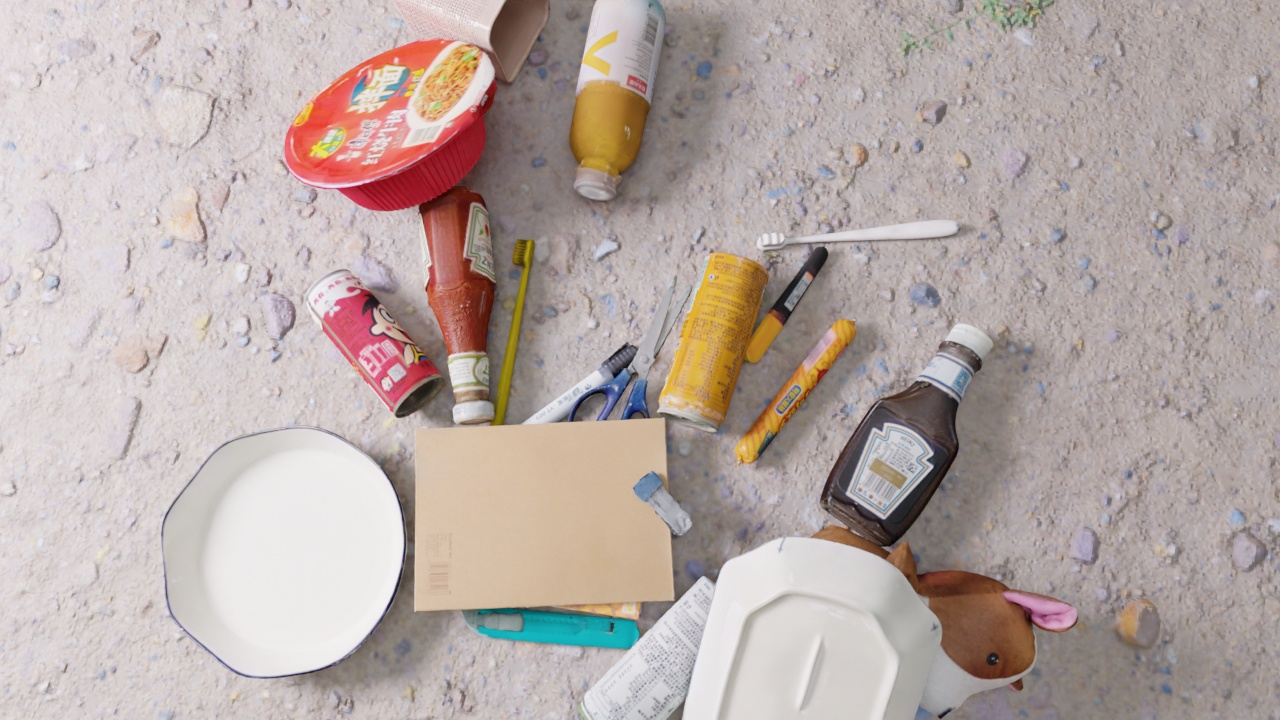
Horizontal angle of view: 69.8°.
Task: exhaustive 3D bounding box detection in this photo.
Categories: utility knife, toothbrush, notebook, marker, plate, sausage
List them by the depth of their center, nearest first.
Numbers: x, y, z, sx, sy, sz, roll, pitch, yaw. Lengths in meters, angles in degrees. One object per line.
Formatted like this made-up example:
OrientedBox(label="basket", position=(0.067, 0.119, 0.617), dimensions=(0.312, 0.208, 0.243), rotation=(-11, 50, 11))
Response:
OrientedBox(label="plate", position=(0.114, 0.251, 0.663), dimensions=(0.162, 0.034, 0.266), rotation=(16, 113, 10))
OrientedBox(label="notebook", position=(-0.081, 0.125, 0.753), dimensions=(0.211, 0.012, 0.149), rotation=(-3, 78, 1))
OrientedBox(label="utility knife", position=(-0.076, 0.220, 0.761), dimensions=(0.151, 0.013, 0.029), rotation=(4, 81, 4))
OrientedBox(label="plate", position=(-0.293, 0.158, 0.769), dimensions=(0.205, 0.045, 0.204), rotation=(0, 80, 3))
OrientedBox(label="sausage", position=(0.133, 0.026, 0.784), dimensions=(0.021, 0.021, 0.165), rotation=(39, 84, 9))
OrientedBox(label="marker", position=(-0.055, 0.028, 0.796), dimensions=(0.130, 0.018, 0.022), rotation=(-36, 59, -4))
OrientedBox(label="marker", position=(0.127, -0.050, 0.803), dimensions=(0.018, 0.015, 0.123), rotation=(41, 80, -29))
OrientedBox(label="toothbrush", position=(-0.117, -0.017, 0.809), dimensions=(0.016, 0.016, 0.190), rotation=(7, 79, 9))
OrientedBox(label="toothbrush", position=(0.193, -0.112, 0.811), dimensions=(0.180, 0.016, 0.016), rotation=(-4, 81, 2))

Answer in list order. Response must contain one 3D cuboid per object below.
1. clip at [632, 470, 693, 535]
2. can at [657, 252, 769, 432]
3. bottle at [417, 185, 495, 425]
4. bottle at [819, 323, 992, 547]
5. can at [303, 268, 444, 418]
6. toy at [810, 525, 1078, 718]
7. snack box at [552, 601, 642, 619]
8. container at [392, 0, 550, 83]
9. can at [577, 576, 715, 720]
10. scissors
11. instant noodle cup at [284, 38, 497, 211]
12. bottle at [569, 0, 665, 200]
OrientedBox(label="clip", position=(0.019, 0.117, 0.737), dimensions=(0.027, 0.045, 0.058), rotation=(-40, 89, -10))
OrientedBox(label="can", position=(0.062, -0.016, 0.777), dimensions=(0.058, 0.058, 0.146), rotation=(17, 80, 6))
OrientedBox(label="bottle", position=(-0.154, -0.047, 0.796), dimensions=(0.060, 0.060, 0.206), rotation=(-8, 79, 1))
OrientedBox(label="bottle", position=(0.228, 0.057, 0.763), dimensions=(0.080, 0.044, 0.194), rotation=(34, 82, 8))
OrientedBox(label="can", position=(-0.232, -0.016, 0.795), dimensions=(0.053, 0.053, 0.132), rotation=(-41, 79, -5))
OrientedBox(label="toy", position=(0.210, 0.202, 0.697), dimensions=(0.199, 0.140, 0.130), rotation=(12, 53, 2))
OrientedBox(label="snack box", position=(-0.072, 0.165, 0.764), dimensions=(0.156, 0.027, 0.077), rotation=(7, 78, 4))
OrientedBox(label="container", position=(-0.156, -0.327, 0.838), dimensions=(0.111, 0.090, 0.090), rotation=(24, 81, 11))
OrientedBox(label="can", position=(0.021, 0.242, 0.729), dimensions=(0.146, 0.058, 0.058), rotation=(-44, 80, -6))
OrientedBox(label="scissors", position=(0.008, 0.013, 0.787), dimensions=(0.173, 0.012, 0.125), rotation=(-36, 94, -4))
OrientedBox(label="instant noodle cup", position=(-0.206, -0.196, 0.797), dimensions=(0.194, 0.066, 0.193), rotation=(-11, 48, 13))
OrientedBox(label="bottle", position=(-0.024, -0.237, 0.821), dimensions=(0.068, 0.068, 0.189), rotation=(10, 80, 5))
